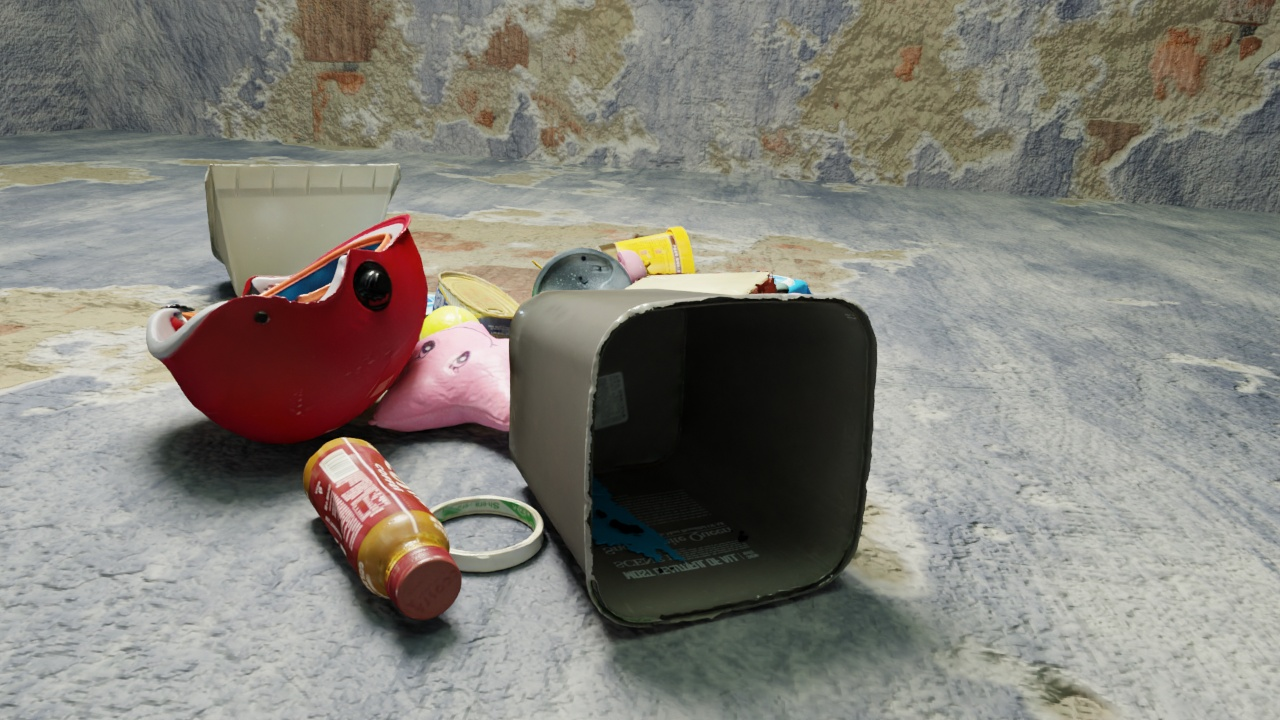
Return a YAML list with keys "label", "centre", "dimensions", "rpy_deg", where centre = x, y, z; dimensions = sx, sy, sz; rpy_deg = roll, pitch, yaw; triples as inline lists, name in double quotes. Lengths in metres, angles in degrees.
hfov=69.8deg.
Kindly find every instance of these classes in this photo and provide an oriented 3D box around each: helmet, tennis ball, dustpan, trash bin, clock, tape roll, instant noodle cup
- label: "helmet"
  centre: [-0.272, -0.019, 0.776]
  dimensions: [0.207, 0.144, 0.239]
  rpy_deg: [-4, 25, 44]
- label: "tennis ball"
  centre: [-0.199, -0.025, 0.968]
  dimensions: [0.065, 0.065, 0.065]
  rpy_deg: [3, 18, -1]
- label: "dustpan"
  centre: [-0.449, -0.178, 1.195]
  dimensions: [0.222, 0.258, 0.142]
  rpy_deg: [-7, 45, -28]
- label: "trash bin"
  centre: [0.014, 0.041, 0.636]
  dimensions: [0.198, 0.199, 0.220]
  rpy_deg: [-4, 12, -26]
- label: "clock"
  centre: [-0.048, -0.072, 1.066]
  dimensions: [0.158, 0.117, 0.060]
  rpy_deg: [1, 7, -3]
- label: "tape roll"
  centre: [-0.110, 0.118, 0.632]
  dimensions: [0.086, 0.014, 0.085]
  rpy_deg: [3, 19, -1]
- label: "instant noodle cup"
  centre: [0.004, -0.109, 1.195]
  dimensions: [0.114, 0.118, 0.118]
  rpy_deg: [-7, 20, -9]

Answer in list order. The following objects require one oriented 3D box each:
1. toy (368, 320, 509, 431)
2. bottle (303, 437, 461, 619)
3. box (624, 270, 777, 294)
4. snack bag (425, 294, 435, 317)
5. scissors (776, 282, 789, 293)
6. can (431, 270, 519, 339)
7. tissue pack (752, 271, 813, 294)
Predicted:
- label: "toy"
  centre: [-0.160, 0.020, 0.822]
  dimensions: [0.195, 0.075, 0.178]
  rpy_deg: [17, 39, 40]
- label: "bottle"
  centre: [-0.167, 0.105, 0.589]
  dimensions: [0.057, 0.057, 0.175]
  rpy_deg: [-9, 22, -32]
- label: "box"
  centre: [0.055, -0.060, 0.975]
  dimensions: [0.169, 0.077, 0.091]
  rpy_deg: [2, 25, 34]
- label: "snack bag"
  centre: [-0.293, -0.059, 1.105]
  dimensions: [0.110, 0.039, 0.190]
  rpy_deg: [4, 16, 11]
- label: "scissors"
  centre: [0.105, -0.073, 1.110]
  dimensions: [0.179, 0.019, 0.170]
  rpy_deg: [-12, -12, -13]
- label: "can"
  centre: [-0.189, -0.056, 1.057]
  dimensions: [0.074, 0.049, 0.148]
  rpy_deg: [1, 23, -38]
- label: "tissue pack"
  centre: [0.167, -0.085, 1.238]
  dimensions: [0.095, 0.052, 0.156]
  rpy_deg: [14, 21, 28]
